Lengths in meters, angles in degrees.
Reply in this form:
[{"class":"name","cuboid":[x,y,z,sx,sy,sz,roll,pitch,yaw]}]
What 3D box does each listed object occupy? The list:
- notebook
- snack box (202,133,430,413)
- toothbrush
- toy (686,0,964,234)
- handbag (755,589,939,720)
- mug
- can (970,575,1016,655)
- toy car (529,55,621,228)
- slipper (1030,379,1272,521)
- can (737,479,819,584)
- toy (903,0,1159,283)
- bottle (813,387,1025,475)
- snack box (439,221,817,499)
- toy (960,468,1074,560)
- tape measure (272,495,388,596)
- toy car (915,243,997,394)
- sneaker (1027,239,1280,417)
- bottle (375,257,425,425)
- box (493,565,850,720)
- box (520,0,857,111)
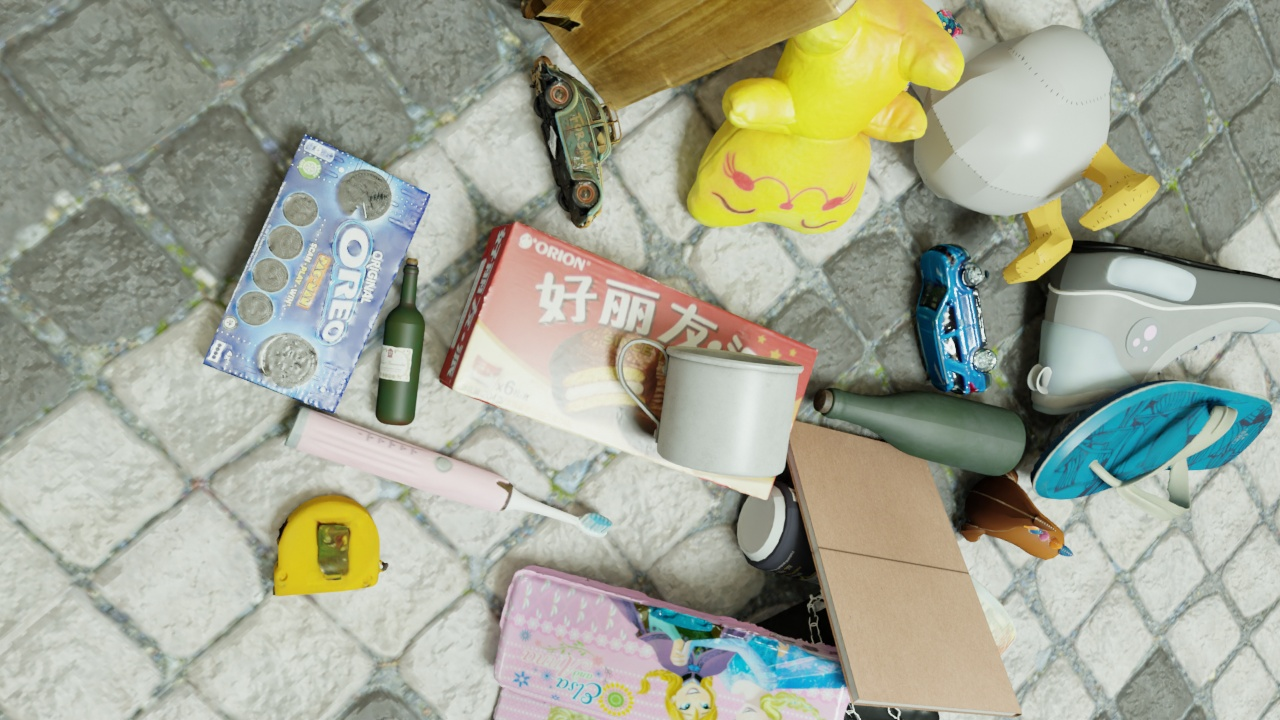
[{"class":"notebook","cuboid":[0.178,0.140,0.644,0.141,0.008,0.208,14,45,-26]},{"class":"snack box","cuboid":[-0.195,-0.051,0.560,0.082,0.027,0.150,23,86,-21]},{"class":"toothbrush","cuboid":[-0.118,0.079,0.600,0.222,0.027,0.027,22,47,-21]},{"class":"toy","cuboid":[0.106,-0.160,0.595,0.134,0.194,0.087,1,59,-16]},{"class":"handbag","cuboid":[0.116,0.236,0.633,0.154,0.114,0.125,-27,106,9]},{"class":"mug","cuboid":[0.039,0.027,0.566,0.113,0.084,0.070,8,95,8]},{"class":"can","cuboid":[0.243,0.200,0.714,0.043,0.086,0.086,-41,107,-15]},{"class":"toy car","cuboid":[-0.038,-0.145,0.600,0.047,0.047,0.112,-17,100,-14]},{"class":"slipper","cuboid":[0.446,0.074,0.759,0.294,0.060,0.118,-1,123,-30]},{"class":"can","cuboid":[0.139,0.134,0.680,0.127,0.064,0.064,19,87,-21]},{"class":"toy","cuboid":[0.248,-0.195,0.664,0.246,0.141,0.267,-26,78,-34]},{"class":"bottle","cuboid":[0.211,0.048,0.707,0.174,0.055,0.055,13,89,-20]},{"class":"snack box","cuboid":[-0.004,0.004,0.619,0.236,0.060,0.113,22,86,-21]},{"class":"toy","cuboid":[0.310,0.132,0.727,0.090,0.103,0.070,35,87,-13]},{"class":"tape measure","cuboid":[-0.193,0.115,0.573,0.068,0.030,0.059,1,96,-21]},{"class":"toy car","cuboid":[0.241,-0.030,0.711,0.043,0.056,0.120,-14,103,-6]},{"class":"sneaker","cuboid":[0.441,-0.008,0.778,0.256,0.093,0.160,8,100,-22]},{"class":"bottle","cuboid":[-0.150,-0.012,0.581,0.025,0.025,0.106,6,92,-21]},{"class":"box","cuboid":[0.010,0.240,0.603,0.230,0.035,0.159,13,91,9]},{"class":"box","cuboid":[0.051,-0.285,0.503,0.247,0.279,0.176,-48,112,-11]}]
